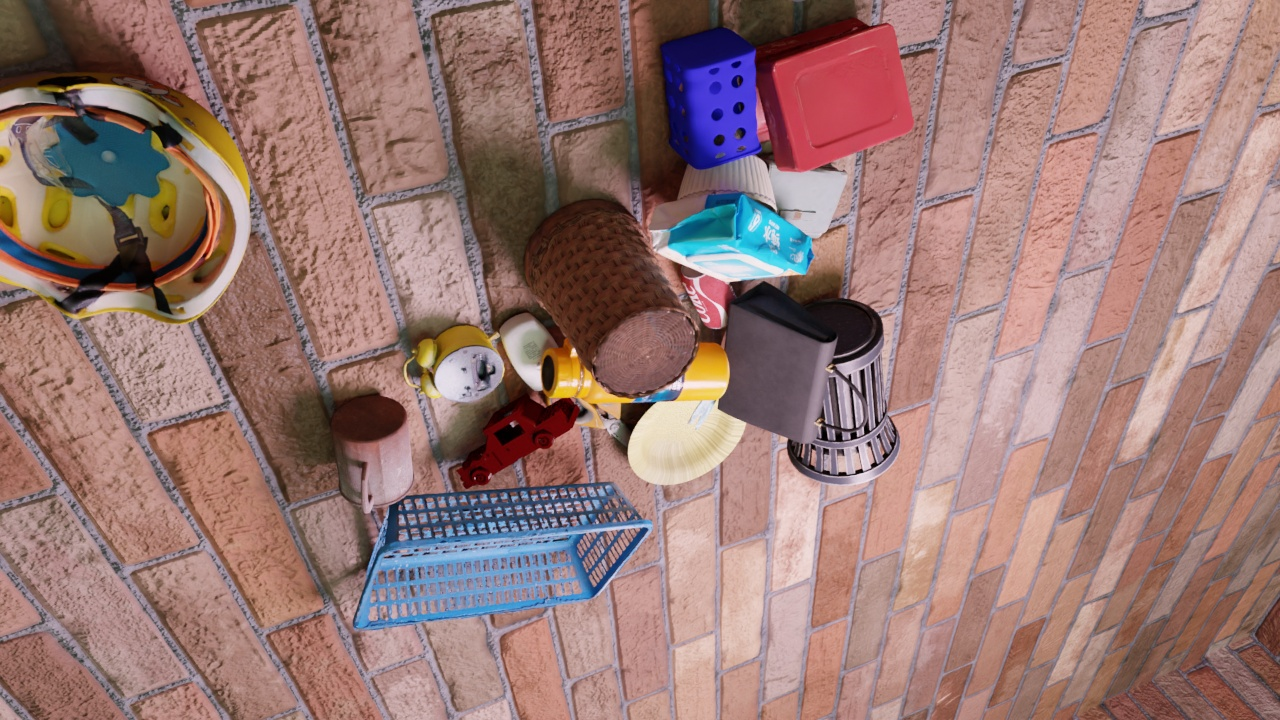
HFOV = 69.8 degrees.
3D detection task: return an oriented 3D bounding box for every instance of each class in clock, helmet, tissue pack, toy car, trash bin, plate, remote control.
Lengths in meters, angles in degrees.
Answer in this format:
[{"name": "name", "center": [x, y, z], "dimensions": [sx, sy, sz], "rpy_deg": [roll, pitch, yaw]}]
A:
[{"name": "clock", "center": [-0.219, 0.006, 1.080], "dimensions": [0.118, 0.057, 0.083], "rpy_deg": [-14, 132, -17]}, {"name": "helmet", "center": [-0.452, -0.153, 0.778], "dimensions": [0.239, 0.139, 0.210], "rpy_deg": [9, 123, -18]}, {"name": "tissue pack", "center": [0.108, -0.134, 1.037], "dimensions": [0.209, 0.117, 0.066], "rpy_deg": [12, 79, -55]}, {"name": "toy car", "center": [-0.163, 0.095, 1.163], "dimensions": [0.170, 0.070, 0.062], "rpy_deg": [-31, 105, 17]}, {"name": "trash bin", "center": [-0.028, -0.063, 1.014], "dimensions": [0.151, 0.210, 0.151], "rpy_deg": [-14, 133, -16]}, {"name": "plate", "center": [0.061, 0.096, 1.310], "dimensions": [0.184, 0.036, 0.185], "rpy_deg": [-14, 130, -18]}, {"name": "remote control", "center": [-0.132, -0.010, 1.131], "dimensions": [0.060, 0.028, 0.114], "rpy_deg": [-30, 134, -1]}, {"name": "trash bin", "center": [0.276, 0.039, 1.293], "dimensions": [0.164, 0.164, 0.228], "rpy_deg": [-23, 130, -8]}]

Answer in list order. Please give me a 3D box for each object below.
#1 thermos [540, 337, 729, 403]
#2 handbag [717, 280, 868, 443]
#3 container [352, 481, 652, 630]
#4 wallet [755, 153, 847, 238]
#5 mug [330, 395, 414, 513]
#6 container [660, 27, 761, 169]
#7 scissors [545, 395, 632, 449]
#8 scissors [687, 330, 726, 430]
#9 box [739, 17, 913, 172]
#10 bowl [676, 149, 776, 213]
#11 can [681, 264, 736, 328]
[{"name": "thermos", "center": [-0.007, 0.007, 1.142], "dimensions": [0.232, 0.076, 0.091], "rpy_deg": [0, 90, -26]}, {"name": "handbag", "center": [0.202, 0.025, 1.161], "dimensions": [0.072, 0.196, 0.176], "rpy_deg": [-33, 140, -36]}, {"name": "container", "center": [-0.195, 0.257, 1.245], "dimensions": [0.361, 0.089, 0.258], "rpy_deg": [0, 144, -27]}, {"name": "wallet", "center": [0.183, -0.198, 1.123], "dimensions": [0.131, 0.054, 0.101], "rpy_deg": [-4, 129, -31]}, {"name": "mug", "center": [-0.317, 0.117, 1.080], "dimensions": [0.096, 0.122, 0.110], "rpy_deg": [-5, 127, -6]}, {"name": "container", "center": [0.075, -0.279, 0.974], "dimensions": [0.084, 0.085, 0.114], "rpy_deg": [-20, 132, -12]}, {"name": "scissors", "center": [-0.053, 0.087, 1.262], "dimensions": [0.114, 0.016, 0.229], "rpy_deg": [-30, 136, 0]}, {"name": "scissors", "center": [0.107, 0.015, 1.241], "dimensions": [0.178, 0.016, 0.101], "rpy_deg": [-49, 133, -13]}, {"name": "box", "center": [0.203, -0.290, 1.005], "dimensions": [0.157, 0.126, 0.137], "rpy_deg": [-21, 129, -10]}, {"name": "bowl", "center": [0.098, -0.197, 1.042], "dimensions": [0.115, 0.116, 0.062], "rpy_deg": [8, 80, -32]}, {"name": "can", "center": [0.088, -0.088, 1.161], "dimensions": [0.054, 0.054, 0.096], "rpy_deg": [-32, 134, 0]}]
